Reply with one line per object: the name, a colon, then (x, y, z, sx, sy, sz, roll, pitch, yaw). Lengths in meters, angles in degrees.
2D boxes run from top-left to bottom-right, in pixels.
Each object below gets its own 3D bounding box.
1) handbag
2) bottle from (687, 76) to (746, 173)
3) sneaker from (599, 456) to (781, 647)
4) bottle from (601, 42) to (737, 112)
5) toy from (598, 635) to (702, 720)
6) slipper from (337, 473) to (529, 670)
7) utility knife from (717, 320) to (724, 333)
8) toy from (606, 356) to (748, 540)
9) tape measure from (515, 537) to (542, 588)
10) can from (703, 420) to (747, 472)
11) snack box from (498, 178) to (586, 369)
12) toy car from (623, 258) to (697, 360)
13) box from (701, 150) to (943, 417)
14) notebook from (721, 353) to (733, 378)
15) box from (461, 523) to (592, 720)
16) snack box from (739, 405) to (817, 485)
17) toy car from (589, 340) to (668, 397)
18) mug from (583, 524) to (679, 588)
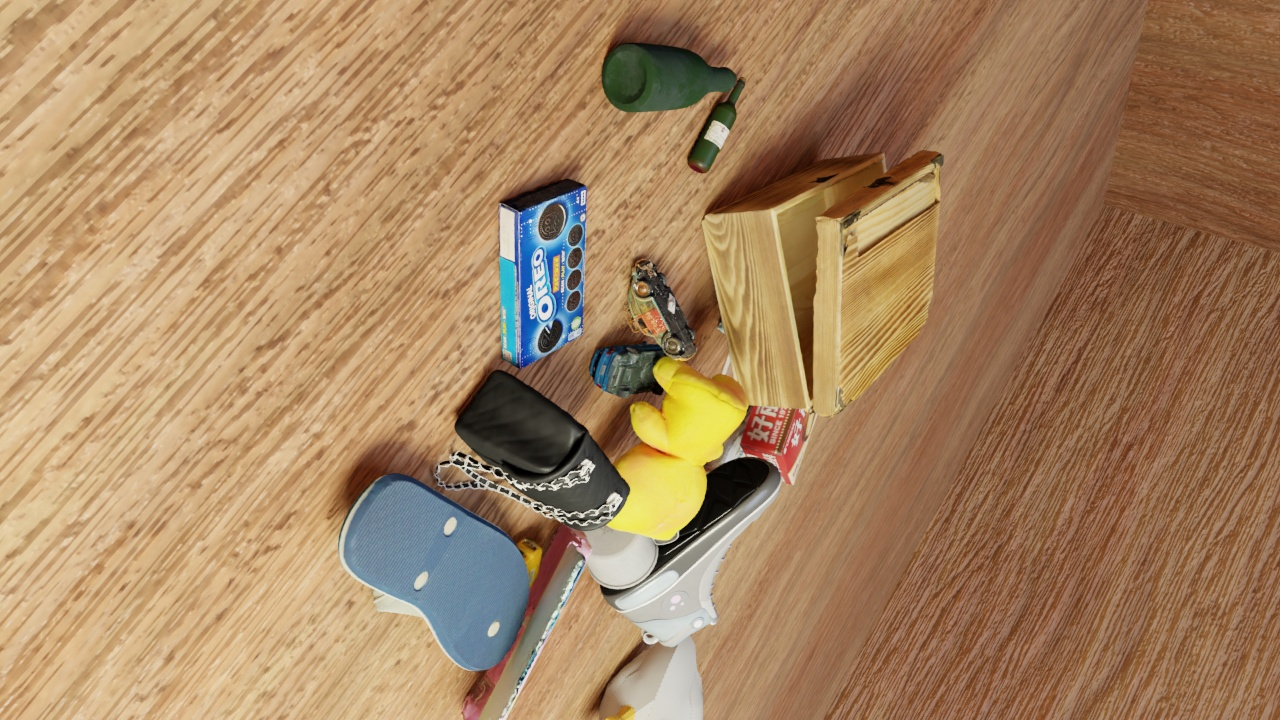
handbag: (-0.089, 0.100, 0.804, 0.114, 0.125, 0.154, -54, 149, -19)
bottle: (0.080, -0.239, 0.924, 0.106, 0.025, 0.025, -63, 151, -4)
sneaker: (0.086, 0.239, 1.109, 0.257, 0.093, 0.160, -37, 120, 2)
bottle: (0.037, -0.251, 0.817, 0.173, 0.055, 0.055, -22, 130, -52)
toy: (0.019, 0.490, 1.277, 0.267, 0.141, 0.247, -5, 115, -76)
slipper: (-0.177, 0.179, 0.795, 0.118, 0.060, 0.295, -57, 147, -20)
utility knife: (0.142, -0.101, 1.143, 0.168, 0.015, 0.022, -57, 149, -19)
toy: (0.041, 0.099, 0.945, 0.134, 0.087, 0.194, 26, 95, -41)
tape measure: (-0.130, 0.219, 0.924, 0.058, 0.030, 0.068, -32, 145, -44)
can: (0.118, 0.118, 1.238, 0.086, 0.043, 0.086, -37, 141, -38)
snack box: (-0.083, -0.073, 0.783, 0.082, 0.027, 0.150, -34, 138, -42)
toy car: (0.014, -0.046, 0.928, 0.112, 0.047, 0.047, 62, 33, -3)
box: (0.232, -0.090, 1.066, 0.278, 0.176, 0.247, -33, 118, -46)
notebook: (0.176, -0.027, 1.258, 0.208, 0.008, 0.141, -2, 114, -58)
box: (-0.110, 0.281, 0.909, 0.230, 0.035, 0.159, -62, -169, -4)
snack box: (0.208, 0.038, 1.244, 0.235, 0.060, 0.113, -67, 153, -21)
toy car: (-0.006, 0.006, 0.951, 0.120, 0.044, 0.056, -2, 114, -55)
mug: (-0.015, 0.198, 1.025, 0.113, 0.084, 0.070, -21, 139, 0)
